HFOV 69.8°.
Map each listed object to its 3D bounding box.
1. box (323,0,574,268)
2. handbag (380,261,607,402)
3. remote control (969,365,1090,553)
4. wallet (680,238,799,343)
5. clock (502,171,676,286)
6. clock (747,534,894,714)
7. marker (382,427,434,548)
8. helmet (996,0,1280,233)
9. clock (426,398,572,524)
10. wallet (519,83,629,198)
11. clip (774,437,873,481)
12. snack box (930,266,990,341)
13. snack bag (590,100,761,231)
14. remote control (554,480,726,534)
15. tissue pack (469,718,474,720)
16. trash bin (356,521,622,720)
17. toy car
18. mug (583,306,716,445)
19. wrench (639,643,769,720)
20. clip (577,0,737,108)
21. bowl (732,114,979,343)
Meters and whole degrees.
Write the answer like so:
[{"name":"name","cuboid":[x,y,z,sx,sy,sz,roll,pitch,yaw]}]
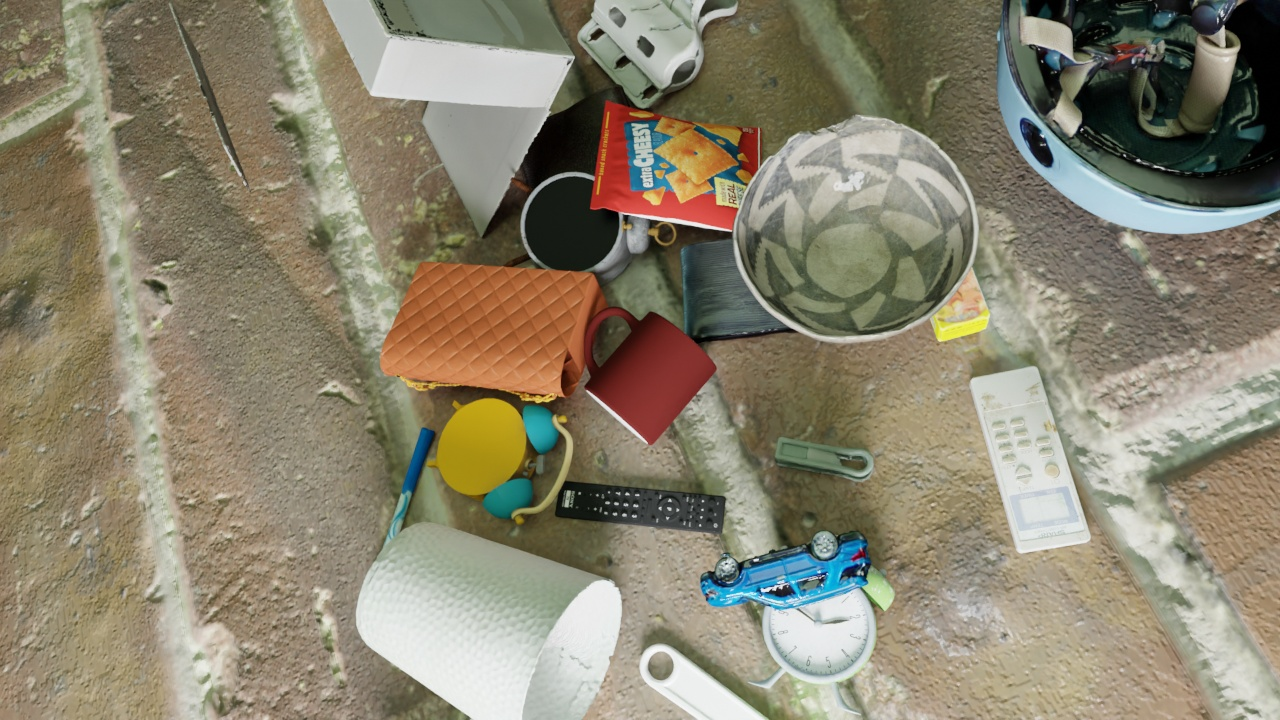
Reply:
[{"name":"box","cuboid":[-0.165,-0.224,0.842,0.171,0.381,0.167,-23,65,-13]},{"name":"handbag","cuboid":[-0.126,-0.021,0.794,0.172,0.060,0.108,6,58,21]},{"name":"remote control","cuboid":[0.289,0.072,0.685,0.050,0.011,0.135,-12,68,10]},{"name":"wallet","cuboid":[0.091,-0.062,0.777,0.115,0.026,0.089,-8,71,12]},{"name":"clock","cuboid":[-0.042,-0.115,0.810,0.148,0.056,0.104,4,88,10]},{"name":"clock","cuboid":[0.131,0.186,0.669,0.094,0.042,0.119,12,75,17]},{"name":"marker","cuboid":[-0.206,0.127,0.795,0.013,0.013,0.141,10,74,18]},{"name":"helmet","cuboid":[0.384,-0.202,0.672,0.226,0.167,0.265,-22,65,9]},{"name":"clock","cuboid":[-0.118,0.079,0.773,0.130,0.043,0.099,15,75,26]},{"name":"wallet","cuboid":[-0.056,-0.193,0.862,0.120,0.031,0.099,-22,68,12]},{"name":"clip","cuboid":[0.143,0.077,0.713,0.076,0.045,0.023,8,74,16]},{"name":"snack box","cuboid":[0.239,-0.090,0.746,0.040,0.029,0.147,-16,68,8]},{"name":"snack bag","cuboid":[0.034,-0.168,0.800,0.144,0.039,0.130,8,57,-5]},{"name":"remote control","cuboid":[-0.001,0.119,0.745,0.140,0.009,0.030,3,72,16]},{"name":"tissue pack","cuboid":[-0.108,0.370,0.654,0.117,0.066,0.209,-34,67,0]},{"name":"trash bin","cuboid":[-0.116,0.197,0.688,0.161,0.133,0.133,18,76,25]},{"name":"toy car","cuboid":[0.101,0.149,0.636,0.120,0.056,0.043,-15,69,7]},{"name":"mug","cuboid":[-0.004,0.004,0.747,0.105,0.073,0.082,40,84,9]},{"name":"wrench","cuboid":[0.112,0.287,0.652,0.273,0.018,0.066,30,80,23]},{"name":"clip","cuboid":[0.020,-0.324,0.874,0.144,0.075,0.124,-40,68,9]},{"name":"bowl","cuboid":[0.165,-0.091,0.717,0.178,0.081,0.178,-4,75,13]}]
